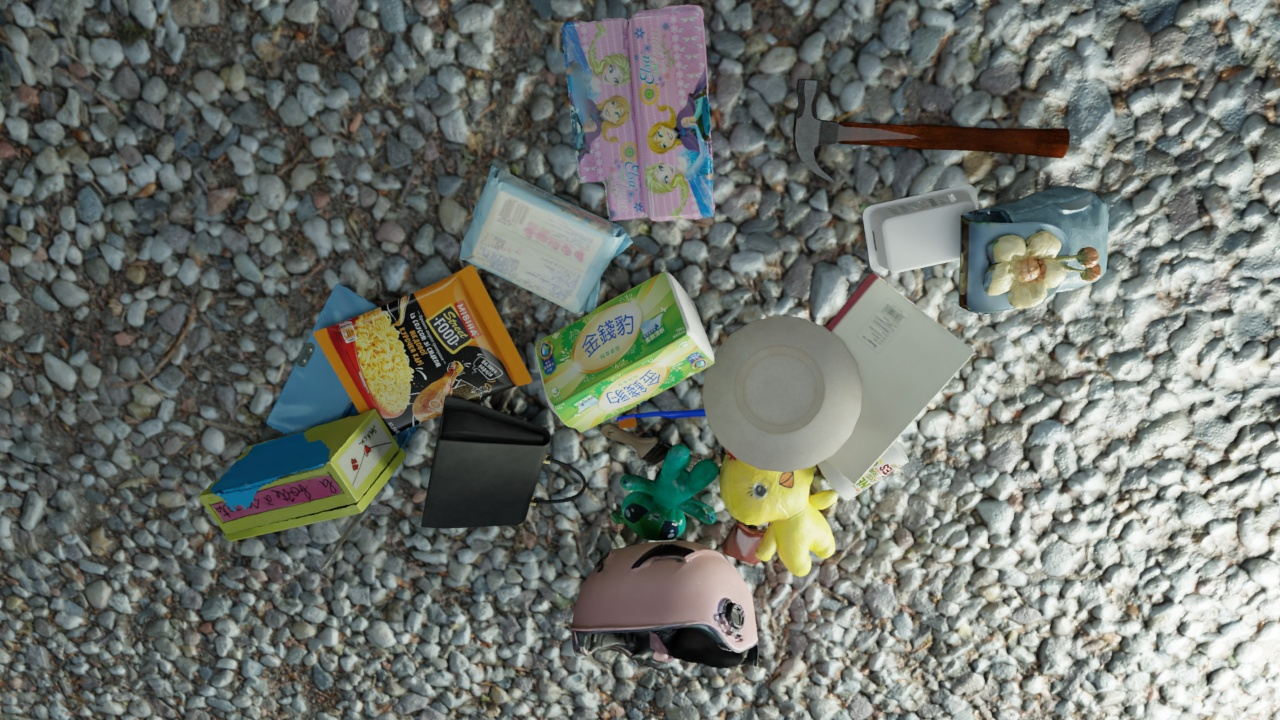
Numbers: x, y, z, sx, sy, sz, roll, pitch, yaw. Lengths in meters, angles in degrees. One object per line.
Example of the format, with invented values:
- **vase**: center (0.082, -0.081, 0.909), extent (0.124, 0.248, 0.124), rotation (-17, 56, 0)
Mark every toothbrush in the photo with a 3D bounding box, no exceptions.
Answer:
- **toothbrush**: center (0.060, 0.069, 1.141), extent (0.182, 0.016, 0.018), rotation (-3, 73, -12)
- **toothbrush**: center (-0.361, 0.212, 1.159), extent (0.010, 0.181, 0.010), rotation (-11, 113, 13)

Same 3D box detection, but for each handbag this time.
- **handbag**: center (-0.165, 0.145, 1.163), extent (0.195, 0.072, 0.176), rotation (10, 133, -12)
- **handbag**: center (0.152, 0.208, 1.209), extent (0.055, 0.029, 0.120), rotation (19, 106, -1)
- **handbag**: center (0.433, -0.117, 0.988), extent (0.191, 0.118, 0.122), rotation (-14, 113, -22)

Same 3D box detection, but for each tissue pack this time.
- **tissue pack**: center (-0.112, -0.136, 1.069), extent (0.182, 0.070, 0.112), rotation (25, 111, -8)
- **tissue pack**: center (-0.006, 0.006, 1.104), extent (0.198, 0.120, 0.141), rotation (-23, 144, 18)

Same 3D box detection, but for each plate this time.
- **plate**: center (0.166, 0.036, 1.087), extent (0.189, 0.027, 0.188), rotation (-3, 79, 13)

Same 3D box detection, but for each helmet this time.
- **helmet**: center (0.033, 0.305, 1.156), extent (0.231, 0.152, 0.255), rotation (-14, 152, 39)

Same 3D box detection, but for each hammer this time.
- **hammer**: center (0.321, -0.248, 1.019), extent (0.301, 0.028, 0.111), rotation (3, 110, 2)

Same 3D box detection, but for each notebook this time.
- **notebook**: center (0.266, 0.022, 1.093), extent (0.153, 0.012, 0.209), rotation (43, 104, 16)

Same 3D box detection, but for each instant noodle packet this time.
- **instant noodle packet**: center (-0.264, -0.004, 1.114), extent (0.221, 0.032, 0.160), rotation (-21, 109, 11)

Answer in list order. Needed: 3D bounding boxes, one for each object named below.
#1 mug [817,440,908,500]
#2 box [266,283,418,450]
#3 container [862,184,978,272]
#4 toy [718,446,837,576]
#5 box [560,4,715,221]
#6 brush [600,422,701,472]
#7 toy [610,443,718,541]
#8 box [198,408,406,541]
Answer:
- **mug**: center (0.264, 0.106, 1.140), extent (0.090, 0.073, 0.105), rotation (-37, 79, 16)
- **box**: center (-0.353, 0.033, 1.169), extent (0.174, 0.033, 0.232), rotation (32, 110, -8)
- **container**: center (0.326, -0.145, 1.045), extent (0.129, 0.049, 0.081), rotation (-12, 110, 8)
- **toy**: center (0.170, 0.170, 1.143), extent (0.133, 0.092, 0.207), rotation (-34, 91, -22)
- **box**: center (-0.001, -0.270, 1.031), extent (0.159, 0.035, 0.230), rotation (-3, 110, 6)
- **brush**: center (0.012, 0.112, 1.160), extent (0.151, 0.012, 0.039), rotation (28, 119, -29)
- **toy**: center (0.032, 0.173, 1.165), extent (0.130, 0.072, 0.194), rotation (28, 130, -6)
- **box**: center (-0.417, 0.143, 1.133), extent (0.221, 0.124, 0.081), rotation (-18, 114, 22)
